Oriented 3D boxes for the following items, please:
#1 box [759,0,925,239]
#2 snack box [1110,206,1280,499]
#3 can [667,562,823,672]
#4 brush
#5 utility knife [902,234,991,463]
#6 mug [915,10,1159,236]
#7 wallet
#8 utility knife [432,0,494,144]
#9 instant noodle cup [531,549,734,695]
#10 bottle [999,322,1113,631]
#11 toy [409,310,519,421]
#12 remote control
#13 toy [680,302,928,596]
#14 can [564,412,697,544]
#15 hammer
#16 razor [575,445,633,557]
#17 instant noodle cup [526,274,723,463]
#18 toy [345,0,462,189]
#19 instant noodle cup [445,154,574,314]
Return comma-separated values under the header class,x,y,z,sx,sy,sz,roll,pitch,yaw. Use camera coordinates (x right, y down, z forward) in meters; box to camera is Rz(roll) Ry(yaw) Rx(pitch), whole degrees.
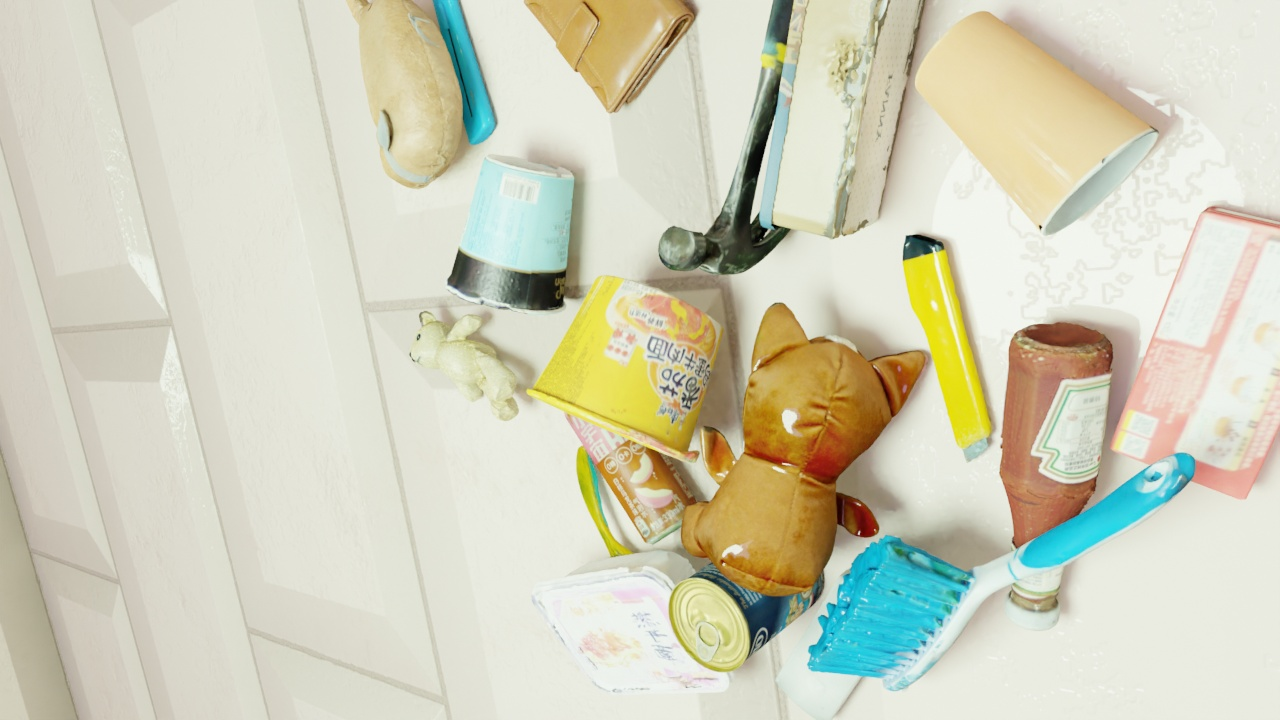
class,x,y,z,sx,sy,sz,roll,pitch,yaw
box,0.130,-0.161,0.595,0.061,0.089,0.184,21,115,26
snack box,0.331,-0.004,0.518,0.075,0.025,0.153,23,118,31
can,0.085,0.185,0.725,0.075,0.110,0.075,15,113,38
brush,0.206,0.136,0.587,0.109,0.060,0.315,22,137,6
utility knife,0.209,-0.009,0.625,0.033,0.015,0.164,-11,97,46
mug,0.224,-0.143,0.535,0.122,0.078,0.078,53,130,20
wallet,-0.028,-0.280,0.728,0.108,0.031,0.131,-45,73,37
utility knife,-0.178,-0.319,0.848,0.034,0.018,0.236,-13,94,43
instant noodle cup,-0.001,0.230,0.827,0.174,0.060,0.138,-21,108,40
bottle,0.258,0.079,0.585,0.060,0.059,0.206,13,117,36
toy,-0.173,0.007,0.912,0.157,0.066,0.105,33,140,37
remote control,0.158,0.233,0.739,0.056,0.019,0.135,36,123,25
toy,0.113,0.066,0.661,0.140,0.130,0.200,16,103,-5
can,-0.009,0.086,0.806,0.058,0.057,0.147,-43,75,39
hammer,0.095,-0.214,0.609,0.032,0.126,0.324,24,107,34
razor,-0.034,0.143,0.868,0.043,0.028,0.132,-28,83,45
instant noodle cup,-0.004,0.004,0.719,0.138,0.138,0.109,20,83,34
toy,-0.224,-0.274,0.853,0.144,0.082,0.226,-29,75,53
instant noodle cup,-0.107,-0.114,0.803,0.111,0.111,0.120,23,109,33
